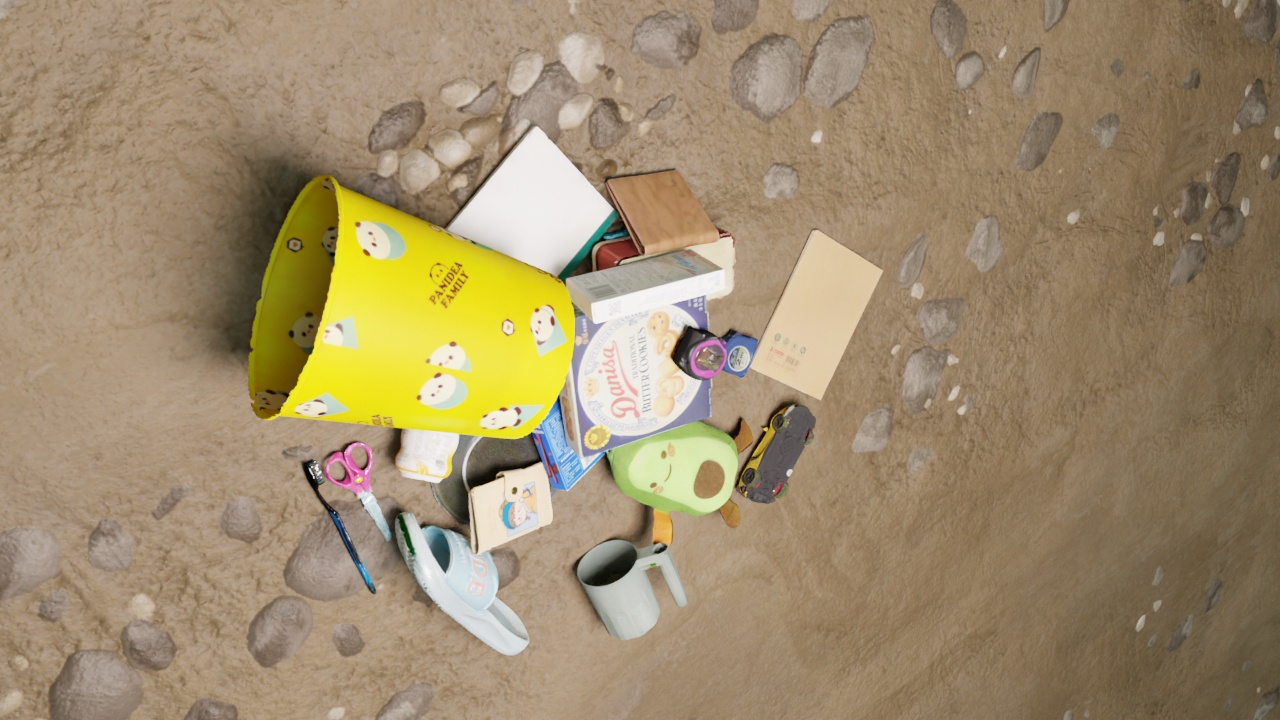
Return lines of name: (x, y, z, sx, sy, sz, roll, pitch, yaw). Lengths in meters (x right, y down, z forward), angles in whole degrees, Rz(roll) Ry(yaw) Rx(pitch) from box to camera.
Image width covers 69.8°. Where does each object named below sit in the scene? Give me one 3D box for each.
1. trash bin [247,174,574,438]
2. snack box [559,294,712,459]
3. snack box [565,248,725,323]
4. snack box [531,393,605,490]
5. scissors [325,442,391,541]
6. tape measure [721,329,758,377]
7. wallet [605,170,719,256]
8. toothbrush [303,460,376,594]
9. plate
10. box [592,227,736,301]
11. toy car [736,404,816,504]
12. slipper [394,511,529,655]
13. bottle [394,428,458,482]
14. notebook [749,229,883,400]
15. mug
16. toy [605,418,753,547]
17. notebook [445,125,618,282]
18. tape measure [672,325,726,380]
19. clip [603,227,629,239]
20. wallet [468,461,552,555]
trash bin: (-0.220, -0.032, 0.905, 0.255, 0.230, 0.230, 16, 97, -35)
snack box: (-0.006, 0.006, 1.064, 0.182, 0.046, 0.178, -17, 120, -22)
snack box: (0.005, -0.084, 1.006, 0.156, 0.084, 0.027, -15, 118, -19)
snack box: (-0.095, 0.069, 1.101, 0.084, 0.026, 0.157, -43, 125, -43)
scissors: (-0.310, 0.154, 1.034, 0.057, 0.017, 0.133, -33, 123, -28)
tape measure: (0.125, -0.010, 1.220, 0.054, 0.025, 0.058, 16, 93, -30)
wallet: (0.024, -0.175, 1.070, 0.101, 0.115, 0.020, -15, 152, -26)
toothbrush: (-0.334, 0.190, 1.033, 0.016, 0.014, 0.190, -42, 125, -40)
plate: (-0.162, 0.124, 1.102, 0.179, 0.024, 0.179, -9, 109, -27)
box: (0.034, -0.104, 1.100, 0.168, 0.077, 0.091, -16, 121, -26)
toy car: (0.193, 0.131, 1.292, 0.071, 0.041, 0.156, 26, 94, -33)
slipper: (-0.197, 0.261, 1.080, 0.074, 0.104, 0.245, -39, 125, -5)
bottle: (-0.234, 0.080, 1.025, 0.063, 0.063, 0.108, 16, 83, -32)
notebook: (0.248, -0.060, 1.283, 0.147, 0.008, 0.207, 23, 94, -33)
mug: (-0.008, 0.295, 1.195, 0.124, 0.083, 0.103, -16, 119, 9)
toy: (0.056, 0.137, 1.190, 0.246, 0.090, 0.227, 12, 90, -36)
notebook: (-0.136, -0.136, 1.040, 0.209, 0.012, 0.150, -51, 124, -5)
tape measure: (0.070, -0.006, 1.048, 0.057, 0.039, 0.057, 22, 99, -36)
clip: (-0.019, -0.149, 1.102, 0.056, 0.014, 0.043, -19, 115, -26)
wallet: (-0.152, 0.169, 1.077, 0.115, 0.024, 0.087, -15, 111, -45)
